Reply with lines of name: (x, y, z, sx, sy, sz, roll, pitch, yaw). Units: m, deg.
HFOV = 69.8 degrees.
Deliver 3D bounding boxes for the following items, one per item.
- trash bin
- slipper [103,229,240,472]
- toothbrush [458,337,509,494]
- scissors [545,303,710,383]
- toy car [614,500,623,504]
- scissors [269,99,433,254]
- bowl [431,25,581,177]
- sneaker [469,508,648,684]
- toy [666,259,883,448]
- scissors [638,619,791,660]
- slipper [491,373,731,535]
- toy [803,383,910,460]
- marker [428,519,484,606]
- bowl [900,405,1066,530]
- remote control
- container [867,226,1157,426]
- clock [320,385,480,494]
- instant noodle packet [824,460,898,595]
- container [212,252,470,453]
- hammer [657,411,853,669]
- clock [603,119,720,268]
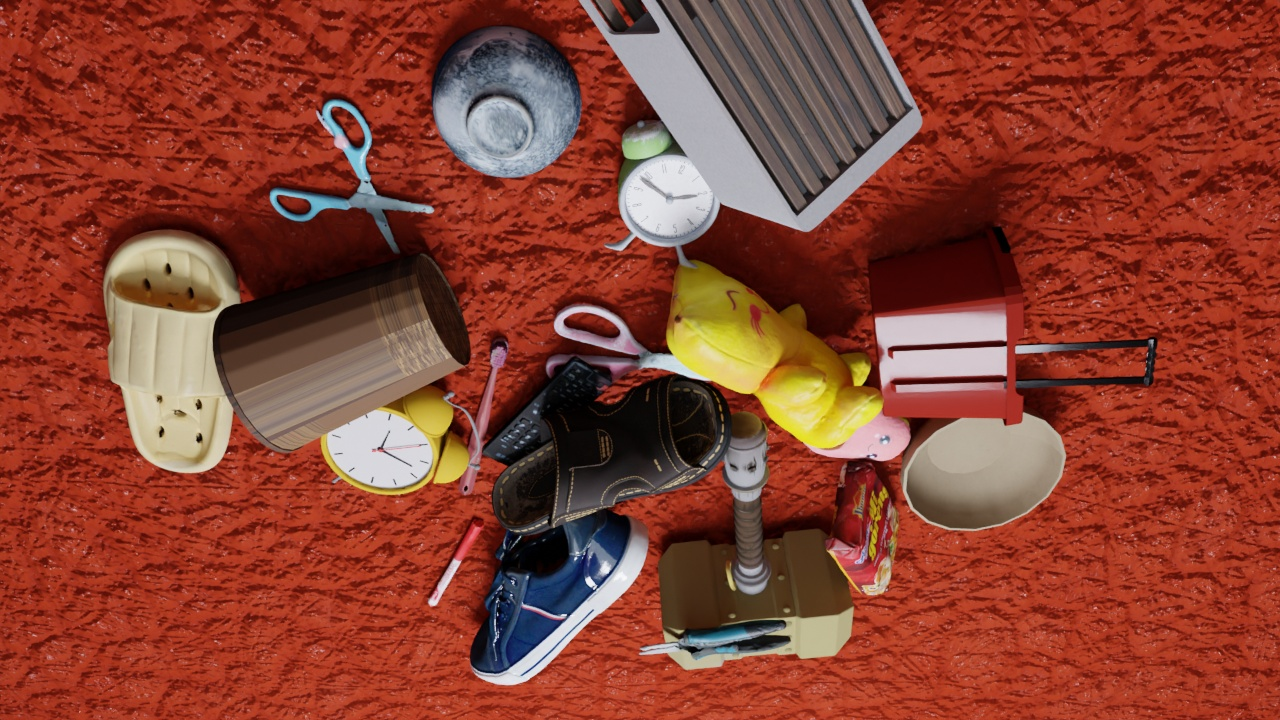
trash bin: (0.064, -0.214, 0.608, 0.114, 0.114, 0.229, -43, 119, -5)
slipper: (-0.416, 0.011, 0.801, 0.111, 0.079, 0.262, 12, 124, -6)
toothbrush: (-0.151, 0.058, 0.876, 0.016, 0.016, 0.190, 13, 124, -11)
scissors: (0.004, -0.013, 0.831, 0.179, 0.016, 0.103, 2, 126, -2)
toy car: (-0.040, 0.108, 0.900, 0.040, 0.037, 0.092, -8, 125, 4)
scissors: (-0.241, -0.138, 0.740, 0.134, 0.015, 0.135, -14, 118, 10)
bowl: (-0.103, -0.183, 0.683, 0.114, 0.060, 0.114, 0, 124, 0)
sneaker: (-0.123, 0.229, 0.942, 0.127, 0.120, 0.295, 28, 127, -19)
toy: (0.103, -0.003, 0.769, 0.194, 0.134, 0.088, 30, 116, -14)
scissors: (0.077, 0.277, 0.895, 0.142, 0.019, 0.128, 21, 131, -20)
slipper: (-0.040, 0.084, 0.798, 0.269, 0.112, 0.075, -25, 147, 30)
toy: (0.204, 0.059, 0.863, 0.110, 0.051, 0.090, 16, 128, -15)
marker: (-0.201, 0.221, 0.991, 0.012, 0.012, 0.142, 23, 122, -16)
bowl: (0.325, 0.093, 0.891, 0.152, 0.050, 0.152, -1, 125, -1)
remote control: (-0.089, 0.049, 0.860, 0.047, 0.022, 0.151, 31, 123, -26)
container: (0.298, -0.026, 0.762, 0.201, 0.126, 0.148, -6, 125, 15)
clock: (-0.228, 0.074, 0.865, 0.152, 0.052, 0.114, -6, 125, 8)
instant noodle packet: (0.220, 0.165, 0.896, 0.040, 0.098, 0.135, 5, 151, 32)
container: (-0.239, -0.013, 0.764, 0.167, 0.132, 0.132, -20, 123, 5)
hammer: (0.104, 0.165, 0.869, 0.190, 0.100, 0.325, -6, 136, 3)
clock: (0.024, -0.140, 0.726, 0.094, 0.042, 0.120, 13, 124, -12)
